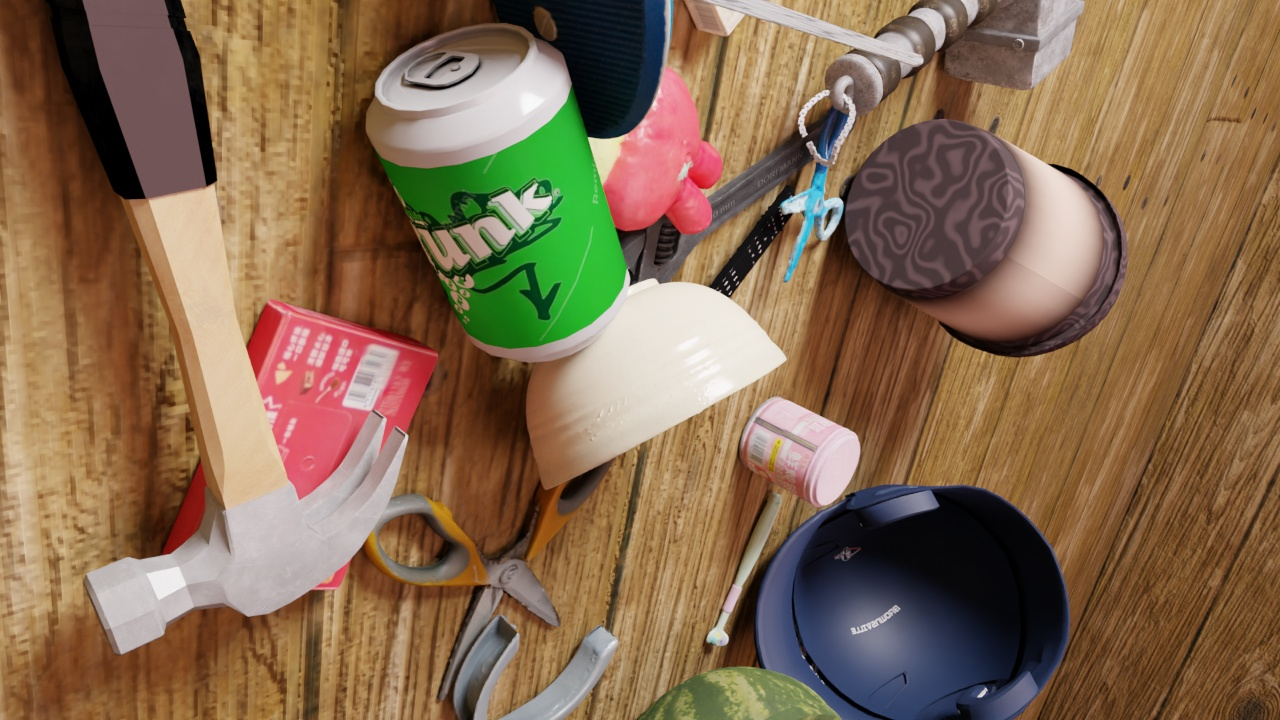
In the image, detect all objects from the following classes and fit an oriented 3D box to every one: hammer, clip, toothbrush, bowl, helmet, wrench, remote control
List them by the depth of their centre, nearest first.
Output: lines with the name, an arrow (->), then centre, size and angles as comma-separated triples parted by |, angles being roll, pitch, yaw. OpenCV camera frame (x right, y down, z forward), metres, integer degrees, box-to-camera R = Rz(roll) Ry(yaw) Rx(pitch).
hammer -> -0.166, -0.047, 0.329 | 0.130, 0.039, 0.329 | -23, 123, -35
toothbrush -> 0.051, -0.159, 0.419 | 0.010, 0.181, 0.010 | -56, 146, -1
bowl -> -0.003, 0.003, 0.508 | 0.150, 0.151, 0.075 | -26, 87, -39
wrench -> 0.065, -0.109, 0.606 | 0.272, 0.018, 0.073 | -38, 141, -31
remote control -> 0.064, -0.059, 0.629 | 0.140, 0.009, 0.030 | -53, 157, -6
clip -> -0.076, 0.224, 0.631 | 0.165, 0.032, 0.165 | -27, 135, -37
hammer -> 0.210, -0.239, 0.636 | 0.325, 0.079, 0.177 | -40, 138, -30
helmet -> 0.071, 0.381, 0.736 | 0.213, 0.246, 0.244 | 17, 140, -35
toothbrush -> 0.095, 0.190, 0.830 | 0.022, 0.015, 0.155 | 17, 100, -21
helmet -> 0.233, 0.241, 0.868 | 0.271, 0.232, 0.223 | -22, 168, -18

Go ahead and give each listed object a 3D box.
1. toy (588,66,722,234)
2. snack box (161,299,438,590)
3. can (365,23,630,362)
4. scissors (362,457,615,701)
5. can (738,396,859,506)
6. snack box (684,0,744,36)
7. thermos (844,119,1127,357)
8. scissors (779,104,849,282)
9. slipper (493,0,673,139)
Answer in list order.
toy -> 0.001, -0.115, 0.498 | 0.135, 0.045, 0.091 | 16, 87, -48
snack box -> -0.157, 0.045, 0.431 | 0.089, 0.021, 0.133 | 19, 97, -53
can -> -0.060, -0.072, 0.419 | 0.087, 0.088, 0.140 | -43, 139, -24
scissors -> -0.087, 0.113, 0.563 | 0.229, 0.016, 0.225 | 27, 93, -55
can -> 0.130, 0.074, 0.747 | 0.067, 0.076, 0.067 | -28, 132, -37
snack box -> 0.035, -0.252, 0.471 | 0.082, 0.026, 0.150 | -54, 143, -10
thermos -> 0.280, -0.099, 0.751 | 0.225, 0.173, 0.173 | 11, 103, -47
scissors -> 0.127, -0.122, 0.653 | 0.133, 0.011, 0.140 | -21, 130, -57
slipper -> -0.027, -0.225, 0.343 | 0.060, 0.118, 0.295 | -32, 130, -24
